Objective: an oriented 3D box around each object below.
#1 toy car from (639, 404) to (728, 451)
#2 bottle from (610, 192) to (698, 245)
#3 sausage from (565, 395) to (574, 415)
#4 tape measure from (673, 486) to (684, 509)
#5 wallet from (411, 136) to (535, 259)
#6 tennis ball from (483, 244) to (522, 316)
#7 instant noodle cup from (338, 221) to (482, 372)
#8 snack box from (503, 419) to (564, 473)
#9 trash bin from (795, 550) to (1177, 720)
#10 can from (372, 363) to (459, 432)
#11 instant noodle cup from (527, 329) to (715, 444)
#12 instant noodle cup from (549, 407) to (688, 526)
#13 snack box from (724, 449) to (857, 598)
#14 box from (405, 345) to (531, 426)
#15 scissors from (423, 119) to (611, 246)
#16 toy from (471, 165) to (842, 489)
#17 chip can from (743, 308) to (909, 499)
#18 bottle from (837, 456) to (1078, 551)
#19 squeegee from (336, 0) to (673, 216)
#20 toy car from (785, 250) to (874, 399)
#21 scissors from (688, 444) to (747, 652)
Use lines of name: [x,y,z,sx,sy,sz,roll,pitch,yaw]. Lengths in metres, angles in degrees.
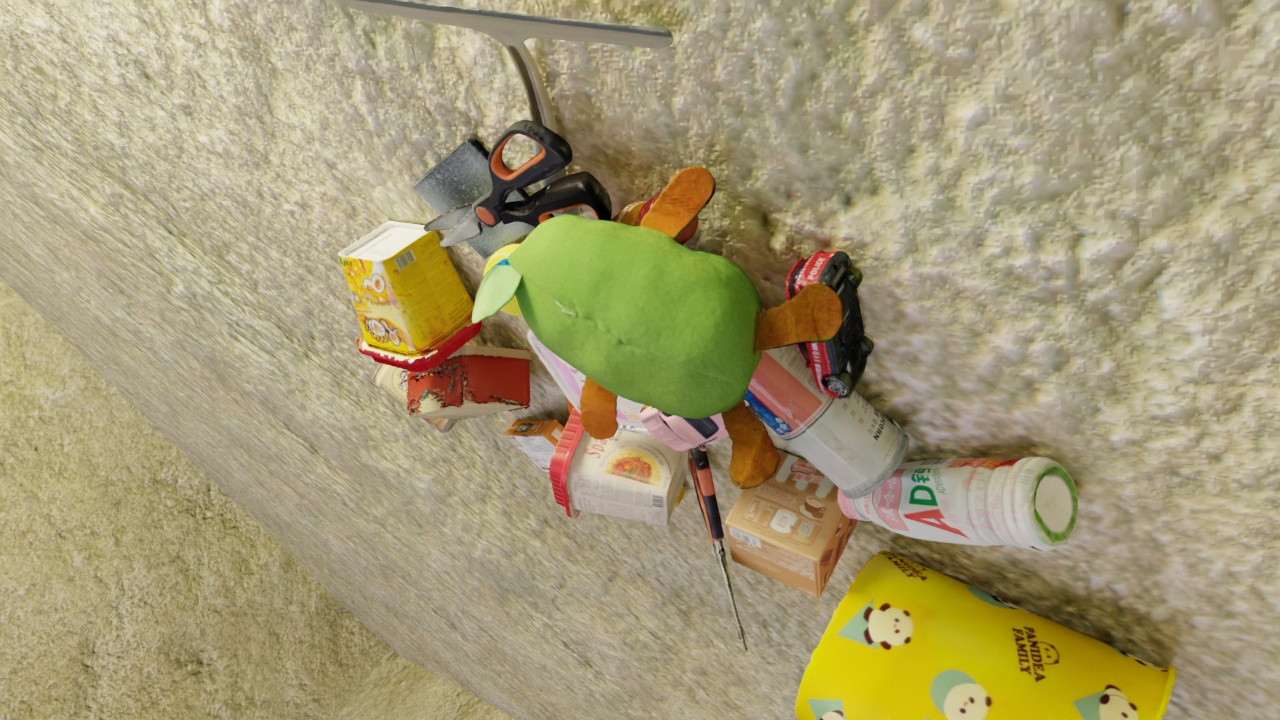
toy car: [0.039,0.050,0.768,0.056,0.037,0.123,43,151,-10]
bottle: [-0.015,-0.082,0.730,0.057,0.057,0.175,42,150,-11]
sausage: [-0.070,0.048,1.009,0.021,0.021,0.165,24,149,21]
tape measure: [0.023,0.142,1.040,0.057,0.028,0.060,16,145,33]
wallet: [-0.144,-0.143,0.820,0.097,0.019,0.121,45,148,-20]
tennis ball: [-0.110,-0.073,0.834,0.065,0.065,0.066,26,149,17]
instant noodle cup: [-0.239,-0.069,0.940,0.116,0.115,0.124,12,131,36]
snack box: [-0.109,0.105,1.103,0.075,0.026,0.154,44,159,-16]
trash bin: [0.296,0.310,0.821,0.255,0.229,0.230,26,150,29]
can: [-0.280,0.038,1.177,0.116,0.058,0.059,36,151,0]
instant noodle cup: [-0.005,0.005,0.843,0.174,0.060,0.138,7,140,42]
instant noodle cup: [-0.019,0.112,0.969,0.124,0.116,0.117,15,146,13]
snack box: [0.144,0.152,0.862,0.093,0.094,0.077,19,147,27]
box: [-0.197,0.036,1.030,0.091,0.080,0.169,5,169,-36]
scissors: [-0.119,-0.135,0.728,0.234,0.021,0.160,12,144,32]
toy: [0.009,-0.028,0.643,0.247,0.089,0.227,28,115,12]
chip can: [0.111,0.015,0.726,0.214,0.071,0.071,41,150,-8]
bottle: [0.242,0.113,0.736,0.068,0.068,0.197,48,151,-20]
squeegee: [-0.075,-0.170,0.687,0.247,0.039,0.247,13,150,17]
toy car: [0.136,-0.025,0.663,0.045,0.052,0.120,13,141,37]
scissors: [0.072,0.162,0.883,0.015,0.226,0.189,-13,133,-1]
